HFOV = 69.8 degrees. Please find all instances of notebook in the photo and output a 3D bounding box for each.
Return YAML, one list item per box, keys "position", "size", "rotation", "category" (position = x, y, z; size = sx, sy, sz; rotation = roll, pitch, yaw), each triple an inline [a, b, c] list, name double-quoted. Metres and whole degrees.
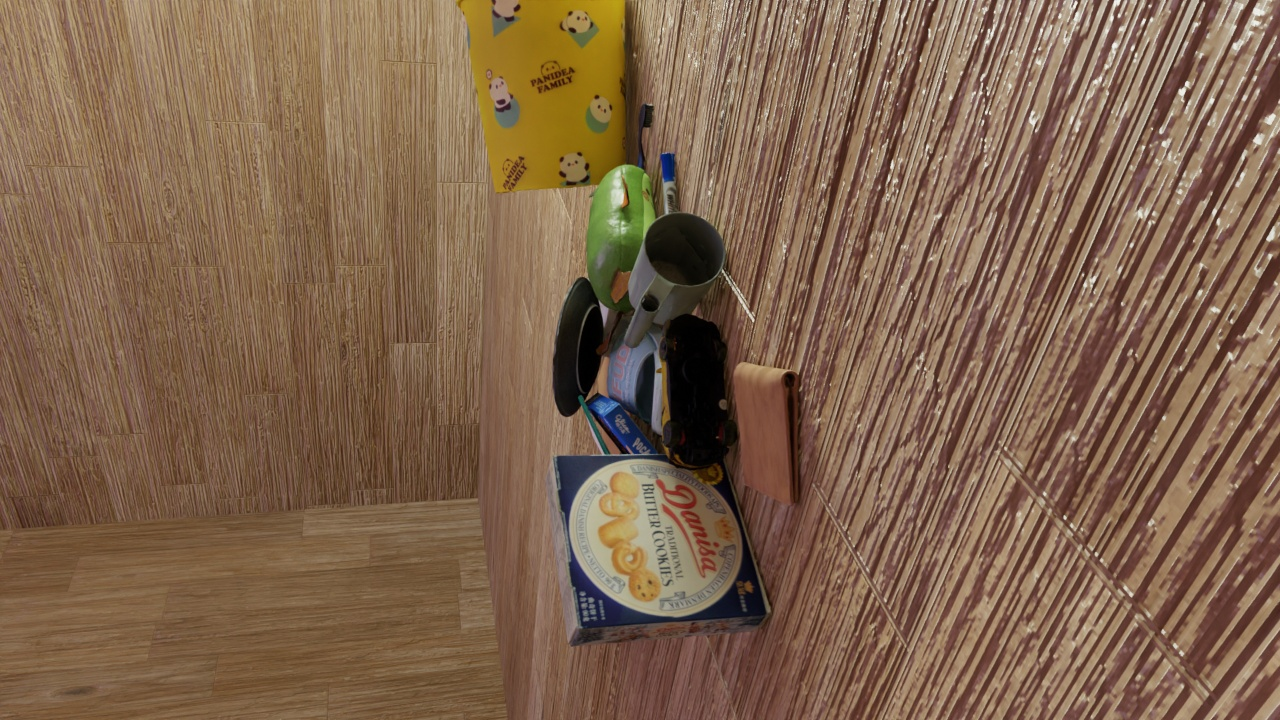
- position: [-0.020, 0.154, 1.102]
  size: [0.209, 0.012, 0.150]
  rotation: [62, 175, 22]
  category: "notebook"
- position: [-0.037, 0.055, 1.300]
  size: [0.148, 0.008, 0.207]
  rotation: [110, 160, -44]
  category: "notebook"

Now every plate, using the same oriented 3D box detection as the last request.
- position: [-0.072, -0.015, 1.157]
  size: [0.179, 0.024, 0.179]
  rotation: [8, -91, -79]
  category: "plate"

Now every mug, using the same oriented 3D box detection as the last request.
- position: [0.024, -0.076, 0.939]
  size: [0.123, 0.083, 0.104]
  rotation: [-57, -2, -23]
  category: "mug"

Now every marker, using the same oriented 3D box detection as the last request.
- position: [0.036, -0.167, 1.055]
  size: [0.017, 0.017, 0.145]
  rotation: [156, 112, -74]
  category: "marker"

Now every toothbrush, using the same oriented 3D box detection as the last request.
- position: [0.001, -0.242, 1.189]
  size: [0.014, 0.016, 0.190]
  rotation: [-125, 32, -48]
  category: "toothbrush"

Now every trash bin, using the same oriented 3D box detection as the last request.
- position: [-0.120, -0.363, 1.249]
  size: [0.229, 0.229, 0.255]
  rotation: [-147, 51, -72]
  category: "trash bin"

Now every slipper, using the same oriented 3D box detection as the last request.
- position: [-0.007, 0.007, 1.125]
  size: [0.245, 0.074, 0.104]
  rotation: [-123, 36, -65]
  category: "slipper"

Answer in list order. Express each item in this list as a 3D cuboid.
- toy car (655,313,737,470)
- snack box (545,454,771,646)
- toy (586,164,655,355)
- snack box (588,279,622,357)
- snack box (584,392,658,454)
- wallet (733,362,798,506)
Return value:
- position: [0.053, 0.030, 0.913]
  size: [0.041, 0.071, 0.155]
  rotation: [140, 129, -66]
  category: "toy car"
- position: [0.011, 0.172, 0.868]
  size: [0.046, 0.182, 0.177]
  rotation: [108, 156, -47]
  category: "snack box"
- position: [-0.022, -0.139, 1.108]
  size: [0.227, 0.090, 0.246]
  rotation: [100, 173, -60]
  category: "toy"
- position: [-0.051, -0.084, 1.280]
  size: [0.085, 0.026, 0.157]
  rotation: [9, 89, 62]
  category: "snack box"
- position: [-0.024, 0.084, 1.107]
  size: [0.084, 0.026, 0.157]
  rotation: [53, 172, -9]
  category: "snack box"
- position: [0.111, 0.062, 0.803]
  size: [0.101, 0.020, 0.115]
  rotation: [-164, 70, -73]
  category: "wallet"
